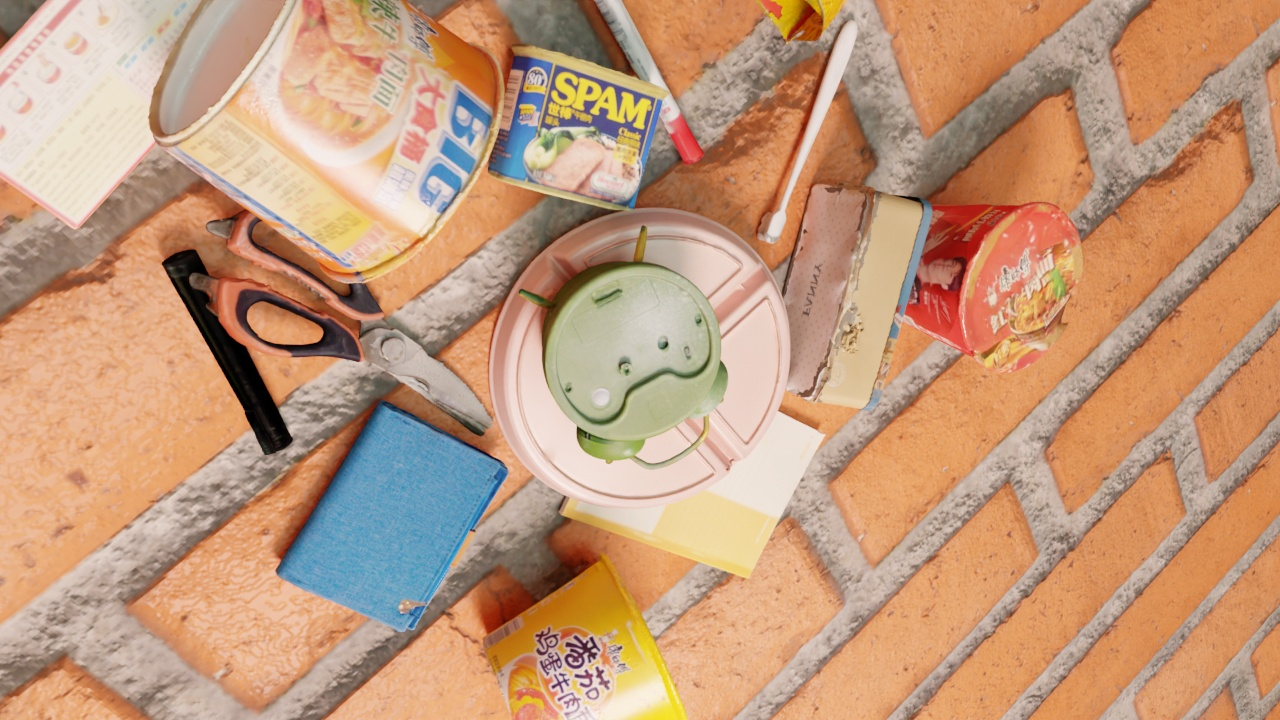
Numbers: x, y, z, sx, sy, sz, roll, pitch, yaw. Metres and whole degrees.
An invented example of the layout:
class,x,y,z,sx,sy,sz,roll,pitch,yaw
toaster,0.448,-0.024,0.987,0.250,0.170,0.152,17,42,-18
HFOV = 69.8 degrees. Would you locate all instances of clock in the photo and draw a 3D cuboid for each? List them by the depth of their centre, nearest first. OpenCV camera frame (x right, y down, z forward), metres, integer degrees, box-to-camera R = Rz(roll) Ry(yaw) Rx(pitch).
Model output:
class,x,y,z,sx,sy,sz,roll,pitch,yaw
clock,-0.004,0.004,0.608,0.116,0.056,0.161,-28,113,-6

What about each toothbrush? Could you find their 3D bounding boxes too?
class,x,y,z,sx,sy,sz,roll,pitch,yaw
toothbrush,0.128,-0.175,0.704,0.016,0.016,0.180,19,93,-35

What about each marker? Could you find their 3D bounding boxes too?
class,x,y,z,sx,sy,sz,roll,pitch,yaw
marker,-0.243,-0.002,0.543,0.020,0.022,0.132,-8,117,17
marker,0.004,-0.197,0.623,0.017,0.017,0.145,-41,121,-12

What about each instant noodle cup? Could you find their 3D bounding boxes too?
class,x,y,z,sx,sy,sz,roll,pitch,yaw
instant noodle cup,-0.160,-0.130,0.461,0.111,0.151,0.151,34,87,-45
instant noodle cup,-0.044,0.228,0.669,0.109,0.138,0.138,-26,117,-11
instant noodle cup,0.276,-0.070,0.763,0.137,0.109,0.138,-10,110,-27

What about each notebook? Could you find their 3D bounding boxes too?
class,x,y,z,sx,sy,sz,roll,pitch,yaw
notebook,0.048,0.089,0.744,0.206,0.010,0.146,26,92,-33

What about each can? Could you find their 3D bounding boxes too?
class,x,y,z,sx,sy,sz,roll,pitch,yaw
can,-0.041,-0.147,0.590,0.102,0.057,0.083,8,104,-31

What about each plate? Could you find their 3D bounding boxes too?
class,x,y,z,sx,sy,sz,roll,pitch,yaw
plate,0.007,0.007,0.659,0.229,0.028,0.230,-6,110,-16

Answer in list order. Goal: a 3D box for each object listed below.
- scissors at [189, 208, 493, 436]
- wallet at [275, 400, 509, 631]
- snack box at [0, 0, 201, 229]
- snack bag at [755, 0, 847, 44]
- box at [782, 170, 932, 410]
class,x,y,z,sx,sy,sz,roll,pitch,yaw
scissors,-0.176,-0.002,0.574,0.181,0.015,0.209,-27,111,-38
wallet,-0.162,0.105,0.614,0.106,0.040,0.133,32,89,-25
snack box,-0.273,-0.152,0.473,0.155,0.027,0.077,-50,123,-6
snack bag,0.162,-0.324,0.633,0.208,0.073,0.128,-49,159,-4
box,0.159,-0.057,0.714,0.063,0.090,0.184,11,101,-26
